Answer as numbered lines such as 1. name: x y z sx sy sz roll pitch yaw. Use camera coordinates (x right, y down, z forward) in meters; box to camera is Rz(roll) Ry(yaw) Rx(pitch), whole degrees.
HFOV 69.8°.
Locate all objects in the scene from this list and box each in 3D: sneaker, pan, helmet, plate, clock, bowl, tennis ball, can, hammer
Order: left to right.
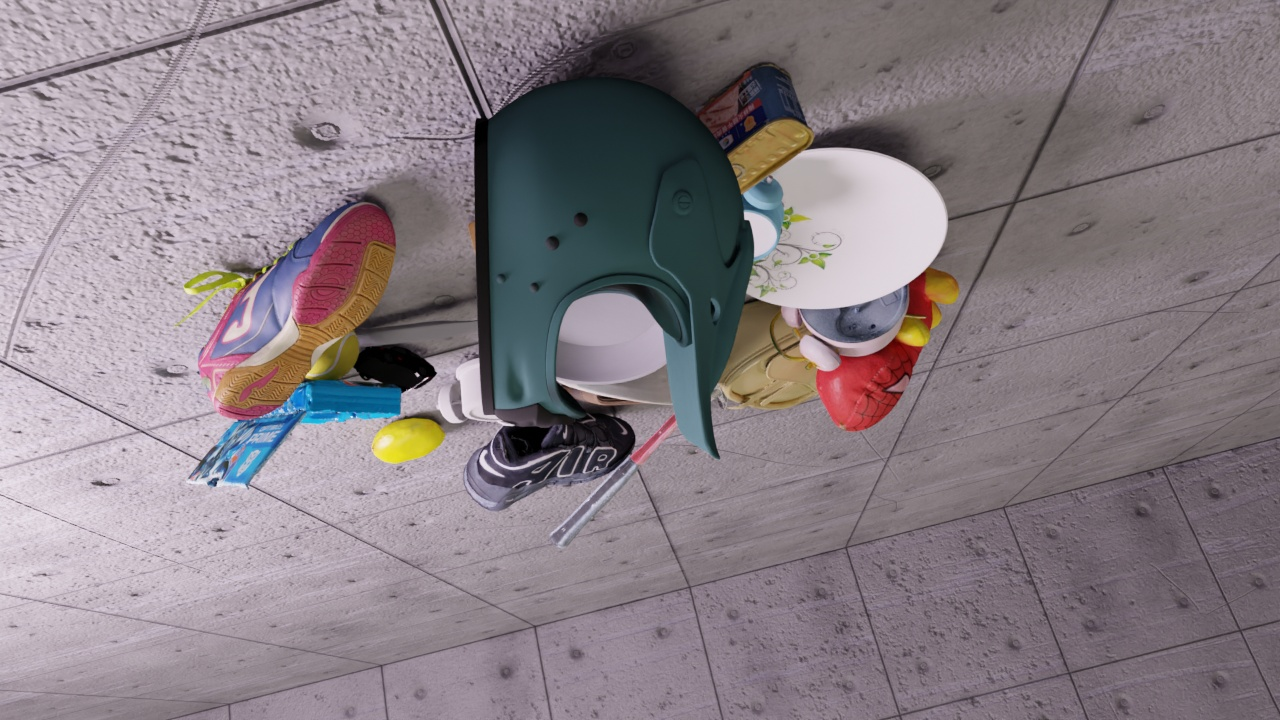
1. sneaker: -0.305 -0.057 0.783 0.242 0.091 0.116 -45 152 18
2. tennis ball: -0.304 -0.012 0.882 0.065 0.065 0.065 -12 157 -5
3. clock: -0.172 0.038 1.082 0.119 0.061 0.160 6 158 -37
4. pan: -0.133 -0.041 0.916 0.357 0.050 0.201 -1 143 8
5. sneaker: -0.103 0.099 1.202 0.251 0.097 0.151 -16 155 -33
6. helmet: -0.015 -0.064 0.669 0.200 0.275 0.176 -1 -178 -7
7. bowl: -0.006 0.006 1.053 0.176 0.058 0.176 9 -175 -1
8. hammer: -0.003 0.139 1.266 0.326 0.036 0.140 -46 159 8
9. clock: 0.089 -0.139 0.835 0.087 0.041 0.123 -8 139 19
10. can: 0.082 -0.180 0.728 0.100 0.059 0.053 -32 151 35
11. plate: 0.178 -0.131 0.894 0.229 0.030 0.230 4 146 2
12. clock: 0.218 -0.052 1.008 0.158 0.116 0.059 -27 151 5

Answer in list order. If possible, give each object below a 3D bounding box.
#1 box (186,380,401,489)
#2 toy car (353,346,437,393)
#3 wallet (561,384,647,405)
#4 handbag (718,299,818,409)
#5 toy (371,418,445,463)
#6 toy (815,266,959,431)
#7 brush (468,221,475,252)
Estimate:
1. box: -0.361 0.060 0.916 0.170 0.070 0.244 -29 -168 -36
2. toy car: -0.264 0.005 0.982 0.042 0.036 0.091 -31 142 30
3. wallet: -0.030 0.040 1.168 0.121 0.027 0.099 0 -179 -34
4. handbag: 0.189 -0.006 1.153 0.191 0.088 0.232 -24 155 14
5. toy: -0.299 0.104 1.182 0.094 0.041 0.096 -11 157 -19
6. toy: 0.284 -0.012 1.079 0.216 0.099 0.148 -52 159 -15
7. brush: -0.088 -0.112 0.803 0.117 0.049 0.039 -16 180 2
